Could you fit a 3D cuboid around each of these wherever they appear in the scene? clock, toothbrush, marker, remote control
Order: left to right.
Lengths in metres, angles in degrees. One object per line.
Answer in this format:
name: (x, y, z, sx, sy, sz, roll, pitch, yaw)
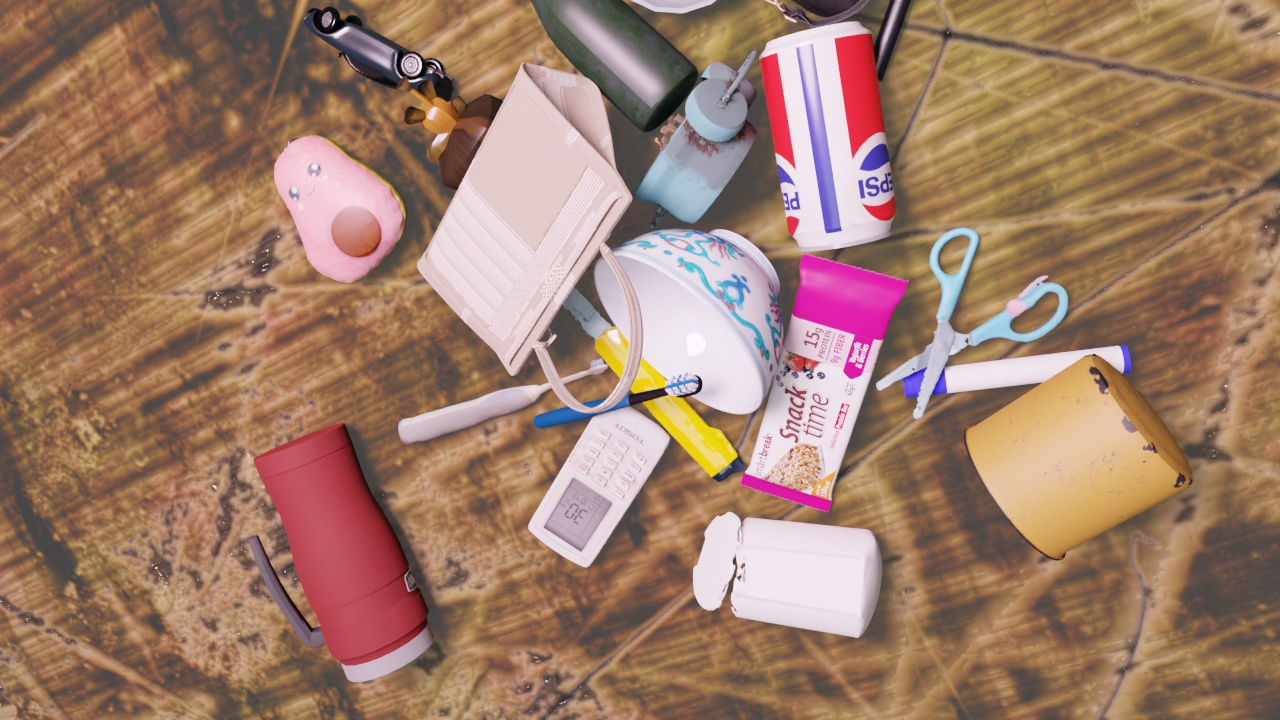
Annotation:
toothbrush: (-0.109, 0.032, 0.722, 0.186, 0.024, 0.022, -18, 138, 18)
remote control: (-0.033, 0.096, 0.716, 0.060, 0.025, 0.139, 33, 110, 4)
toothbrush: (-0.022, 0.032, 0.671, 0.168, 0.014, 0.014, -15, 67, 40)
clock: (0.042, -0.145, 0.598, 0.053, 0.089, 0.125, 34, 125, -8)
marker: (0.251, 0.007, 0.621, 0.142, 0.020, 0.020, -8, 102, 17)

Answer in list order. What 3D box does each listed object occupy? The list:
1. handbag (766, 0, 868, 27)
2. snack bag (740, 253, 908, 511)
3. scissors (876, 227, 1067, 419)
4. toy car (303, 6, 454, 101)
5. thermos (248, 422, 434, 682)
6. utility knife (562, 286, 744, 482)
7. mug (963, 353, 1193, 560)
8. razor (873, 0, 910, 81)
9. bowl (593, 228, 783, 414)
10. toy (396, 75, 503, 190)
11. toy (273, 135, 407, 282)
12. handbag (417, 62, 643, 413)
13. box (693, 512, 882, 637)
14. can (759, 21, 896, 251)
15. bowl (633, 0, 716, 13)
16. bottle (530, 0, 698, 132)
handbag: (0.105, -0.269, 0.549, 0.079, 0.054, 0.128, 4, 102, -23)
snack bag: (0.123, 0.023, 0.640, 0.070, 0.016, 0.197, 18, 123, 11)
scissors: (0.206, -0.030, 0.615, 0.141, 0.015, 0.111, -33, 87, 7)
toy car: (-0.188, -0.219, 0.663, 0.112, 0.046, 0.034, 29, 104, 4)
thermos: (-0.254, 0.162, 0.755, 0.108, 0.084, 0.198, -23, 97, -16)
utility knife: (-0.004, 0.004, 0.688, 0.030, 0.019, 0.223, -42, 95, 9)
mug: (0.284, 0.062, 0.585, 0.094, 0.123, 0.100, -41, 47, 29)
razor: (0.169, -0.248, 0.575, 0.043, 0.022, 0.144, 39, 124, 47)
bowl: (0.046, -0.041, 0.621, 0.144, 0.144, 0.074, 43, 71, 1)
toy: (-0.129, -0.162, 0.642, 0.063, 0.100, 0.076, 5, 68, 49)
toy: (-0.232, -0.118, 0.698, 0.090, 0.051, 0.110, -41, 91, 19)
handbag: (-0.056, -0.056, 0.593, 0.176, 0.062, 0.197, -52, 55, 36)
box: (0.101, 0.152, 0.665, 0.143, 0.089, 0.080, 4, 86, 16)
can: (0.121, -0.141, 0.588, 0.070, 0.070, 0.132, -8, 102, 17)
bowl: (0.027, -0.279, 0.592, 0.106, 0.039, 0.106, 4, 105, 14)
bottle: (-0.041, -0.231, 0.616, 0.174, 0.055, 0.055, 44, 110, 2)
